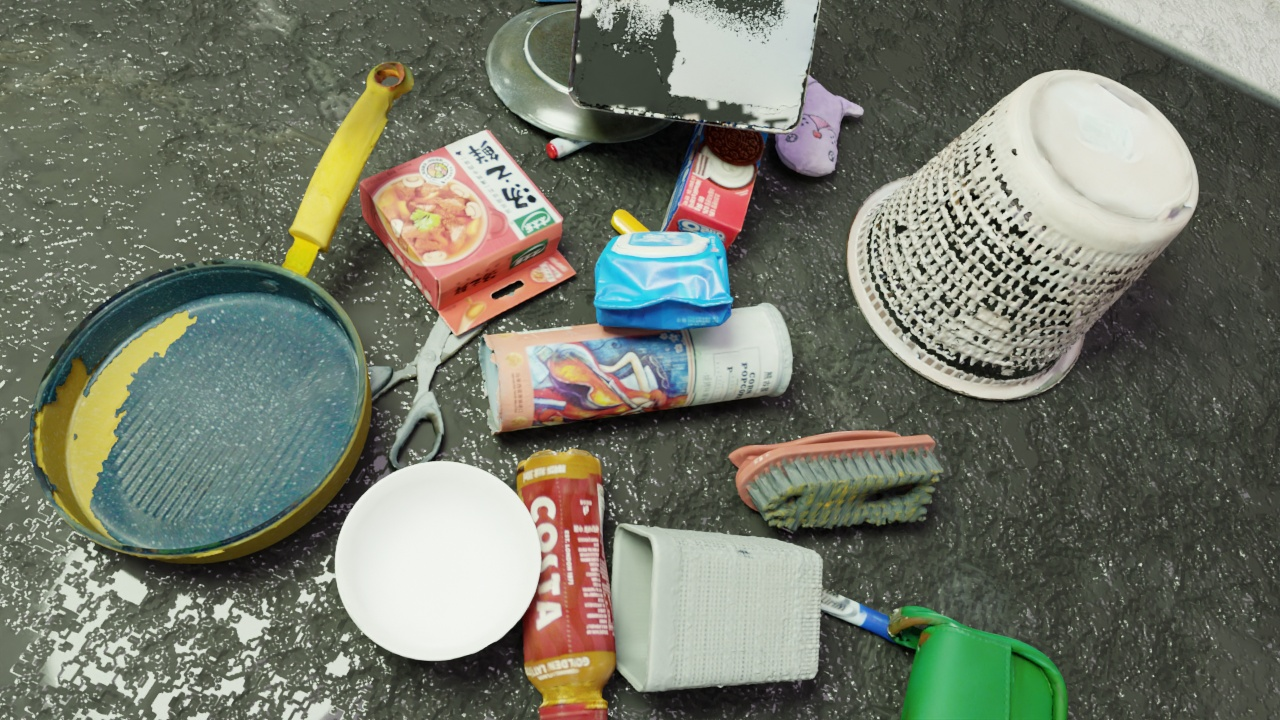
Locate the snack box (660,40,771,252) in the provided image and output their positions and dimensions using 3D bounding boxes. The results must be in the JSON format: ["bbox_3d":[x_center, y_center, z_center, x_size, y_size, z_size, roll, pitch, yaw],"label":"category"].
[{"bbox_3d":[0.071,-0.183,0.775,0.058,0.057,0.207,21,60,-7],"label":"snack box"}]

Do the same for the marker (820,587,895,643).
[{"bbox_3d":[0.114,0.161,0.638,0.146,0.017,0.016,24,61,-2],"label":"marker"}]

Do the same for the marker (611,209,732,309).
[{"bbox_3d":[0.025,-0.076,0.735,0.124,0.015,0.018,42,63,5],"label":"marker"}]

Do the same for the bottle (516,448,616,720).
[{"bbox_3d":[-0.047,0.146,0.580,0.057,0.058,0.174,1,64,-14],"label":"bottle"}]

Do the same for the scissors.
[{"bbox_3d":[-0.154,0.003,0.649,0.170,0.014,0.159,-8,67,-19],"label":"scissors"}]

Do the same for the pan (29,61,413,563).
[{"bbox_3d":[-0.235,-0.044,0.589,0.198,0.078,0.356,22,65,8],"label":"pan"}]

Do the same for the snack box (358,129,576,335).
[{"bbox_3d":[-0.126,-0.098,0.684,0.113,0.044,0.127,-32,72,-28],"label":"snack box"}]

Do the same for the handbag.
[{"bbox_3d":[0.205,0.235,0.591,0.120,0.068,0.131,27,60,-4],"label":"handbag"}]

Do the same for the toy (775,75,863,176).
[{"bbox_3d":[0.155,-0.207,0.819,0.084,0.039,0.107,25,59,-11],"label":"toy"}]

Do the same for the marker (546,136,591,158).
[{"bbox_3d":[-0.018,-0.205,0.785,0.145,0.017,0.017,-31,75,-26],"label":"marker"}]

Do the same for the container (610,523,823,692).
[{"bbox_3d":[0.047,0.153,0.576,0.114,0.090,0.090,5,85,-16],"label":"container"}]

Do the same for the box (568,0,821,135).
[{"bbox_3d":[0.041,-0.269,0.736,0.183,0.192,0.157,8,103,1],"label":"box"}]

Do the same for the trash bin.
[{"bbox_3d":[0.306,-0.108,0.722,0.227,0.193,0.227,6,63,-12],"label":"trash bin"}]

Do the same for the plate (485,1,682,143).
[{"bbox_3d":[-0.043,-0.258,0.789,0.179,0.024,0.179,4,58,-7],"label":"plate"}]

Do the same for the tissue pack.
[{"bbox_3d":[0.016,-0.061,0.650,0.095,0.157,0.052,-1,106,4],"label":"tissue pack"}]

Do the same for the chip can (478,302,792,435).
[{"bbox_3d":[-0.004,0.004,0.655,0.214,0.071,0.071,-7,66,-17],"label":"chip can"}]

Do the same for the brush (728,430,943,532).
[{"bbox_3d":[0.137,0.082,0.663,0.145,0.063,0.069,-3,34,-14],"label":"brush"}]

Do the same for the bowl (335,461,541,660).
[{"bbox_3d":[-0.124,0.128,0.565,0.118,0.065,0.118,6,64,-12],"label":"bowl"}]
